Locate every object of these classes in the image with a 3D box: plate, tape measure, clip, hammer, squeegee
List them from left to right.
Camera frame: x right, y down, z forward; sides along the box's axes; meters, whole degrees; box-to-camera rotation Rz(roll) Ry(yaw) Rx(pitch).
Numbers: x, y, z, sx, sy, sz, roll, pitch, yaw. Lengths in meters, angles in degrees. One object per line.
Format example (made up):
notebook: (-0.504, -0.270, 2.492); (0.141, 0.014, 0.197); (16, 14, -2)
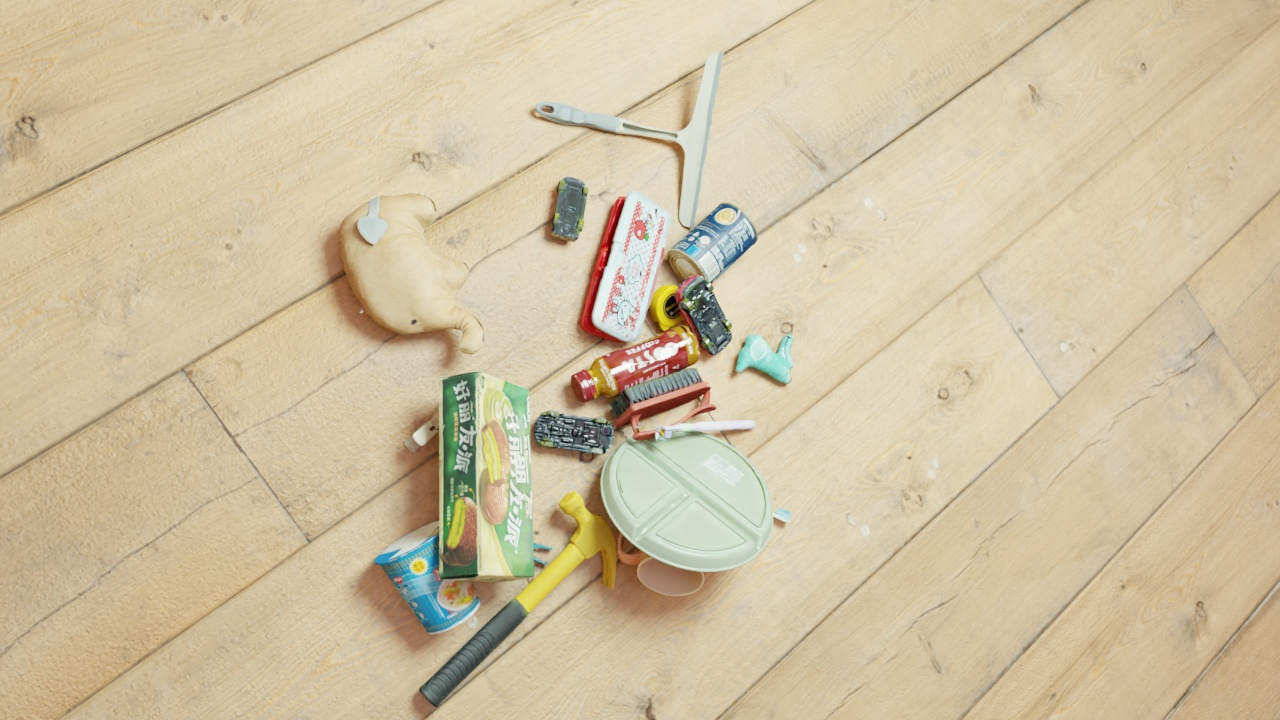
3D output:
clip: (-0.250, 0.075, 1.144); (0.034, 0.064, 0.098); (48, 63, -8)
hammer: (-0.148, 0.306, 1.135); (0.300, 0.033, 0.129); (-42, 106, -17)
clip: (-0.140, 0.240, 1.165); (0.056, 0.014, 0.041); (25, 75, -16)
squeegee: (-0.026, -0.327, 1.280); (0.246, 0.039, 0.246); (8, 96, -11)
tape measure: (0.039, -0.076, 1.263); (0.059, 0.029, 0.057); (-36, 121, -22)
plate: (0.063, 0.167, 1.166); (0.230, 0.028, 0.229); (11, 41, -10)

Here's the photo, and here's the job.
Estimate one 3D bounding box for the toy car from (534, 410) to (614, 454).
toy car: (-0.086, 0.095, 1.196); (0.105, 0.031, 0.049); (10, 80, -14)

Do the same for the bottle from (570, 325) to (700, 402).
bottle: (-0.007, 0.007, 1.222); (0.174, 0.058, 0.057); (-22, 89, -21)

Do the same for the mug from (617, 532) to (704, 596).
mug: (0.030, 0.232, 1.173); (0.114, 0.082, 0.105); (2, 40, 9)

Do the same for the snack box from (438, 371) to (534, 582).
snack box: (-0.184, 0.141, 1.095); (0.063, 0.114, 0.239); (-10, 73, 23)

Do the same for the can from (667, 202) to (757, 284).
can: (0.099, -0.157, 1.275); (0.111, 0.075, 0.075); (-44, 96, -19)

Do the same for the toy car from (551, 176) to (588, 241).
toy car: (-0.097, -0.204, 1.238); (0.042, 0.035, 0.090); (13, 72, -18)

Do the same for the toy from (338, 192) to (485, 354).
toy: (-0.282, -0.096, 1.135); (0.143, 0.082, 0.226); (-28, 94, -8)

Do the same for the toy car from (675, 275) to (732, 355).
toy car: (0.083, -0.062, 1.249); (0.052, 0.045, 0.120); (-42, 128, -20)

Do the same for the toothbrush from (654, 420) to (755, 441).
toothbrush: (0.093, 0.091, 1.226); (0.188, 0.029, 0.021); (-1, 55, -44)

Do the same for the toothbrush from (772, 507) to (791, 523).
toothbrush: (0.109, 0.179, 1.251); (0.224, 0.026, 0.027); (24, 83, -14)

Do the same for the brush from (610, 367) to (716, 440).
brush: (0.037, 0.059, 1.219); (0.145, 0.063, 0.069); (-17, 73, -34)

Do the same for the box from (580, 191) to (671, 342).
box: (-0.013, -0.126, 1.237); (0.090, 0.068, 0.201); (19, 75, -15)

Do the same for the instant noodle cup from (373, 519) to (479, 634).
instant noodle cup: (-0.246, 0.260, 1.090); (0.099, 0.099, 0.110); (-30, 99, -20)

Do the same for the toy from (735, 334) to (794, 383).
toy: (0.183, -0.005, 1.306); (0.092, 0.030, 0.096); (31, 66, -17)
